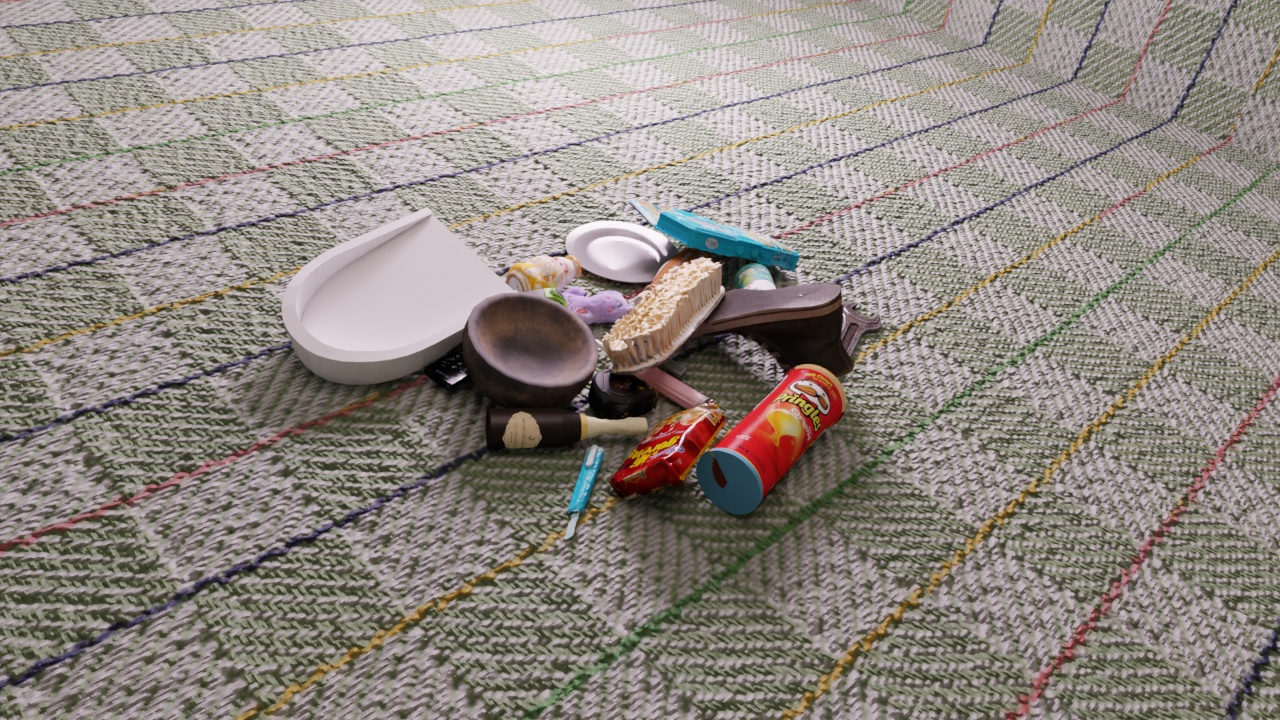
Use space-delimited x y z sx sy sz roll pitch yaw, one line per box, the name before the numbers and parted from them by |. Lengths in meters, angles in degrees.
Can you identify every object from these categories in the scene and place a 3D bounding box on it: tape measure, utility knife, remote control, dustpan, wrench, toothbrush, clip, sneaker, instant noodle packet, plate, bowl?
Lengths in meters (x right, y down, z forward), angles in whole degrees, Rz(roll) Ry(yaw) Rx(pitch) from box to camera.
tape measure | -0.027 0.043 1.112 0.071 0.042 0.072 -25 54 -38
utility knife | -0.065 0.141 0.994 0.022 0.015 0.140 -5 35 19
tape measure | -0.124 -0.063 1.206 0.058 0.066 0.035 -18 42 1
remote control | -0.202 -0.003 1.143 0.047 0.022 0.149 28 38 22
dustpan | -0.305 -0.081 1.121 0.257 0.053 0.191 -38 70 -26
wrench | 0.284 -0.013 1.295 0.070 0.010 0.272 22 38 14
toothbrush | -0.007 0.007 1.176 0.223 0.027 0.027 31 62 25
clip | 0.023 0.004 1.188 0.075 0.037 0.023 30 39 16
sneaker | 0.166 -0.030 1.227 0.235 0.120 0.095 -5 28 29
instant noodle packet | 0.032 0.099 1.015 0.039 0.099 0.135 59 41 -13
plate | -0.027 -0.164 1.410 0.178 0.012 0.178 7 37 -6
bowl | -0.136 -0.003 1.097 0.162 0.070 0.162 15 41 -14

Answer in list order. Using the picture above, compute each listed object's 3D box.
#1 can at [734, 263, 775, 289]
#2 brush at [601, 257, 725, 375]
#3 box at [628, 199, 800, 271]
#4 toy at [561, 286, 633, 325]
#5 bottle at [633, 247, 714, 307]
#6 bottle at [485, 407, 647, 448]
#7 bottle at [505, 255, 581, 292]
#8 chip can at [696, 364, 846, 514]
can | 0.171 -0.095 1.334 0.055 0.055 0.101 4 37 -10
brush | 0.036 -0.059 1.176 0.083 0.057 0.270 -4 24 30
box | 0.111 -0.197 1.421 0.226 0.039 0.181 7 22 -38
toy | -0.063 -0.077 1.264 0.099 0.037 0.080 -10 42 -24
bottle | 0.046 -0.111 1.318 0.059 0.059 0.166 27 39 20
bottle | -0.082 0.076 1.047 0.184 0.045 0.045 0 38 -15
bottle | -0.132 -0.115 1.273 0.108 0.063 0.063 -25 50 -39
chip can | 0.156 0.087 1.064 0.087 0.087 0.212 30 41 23
